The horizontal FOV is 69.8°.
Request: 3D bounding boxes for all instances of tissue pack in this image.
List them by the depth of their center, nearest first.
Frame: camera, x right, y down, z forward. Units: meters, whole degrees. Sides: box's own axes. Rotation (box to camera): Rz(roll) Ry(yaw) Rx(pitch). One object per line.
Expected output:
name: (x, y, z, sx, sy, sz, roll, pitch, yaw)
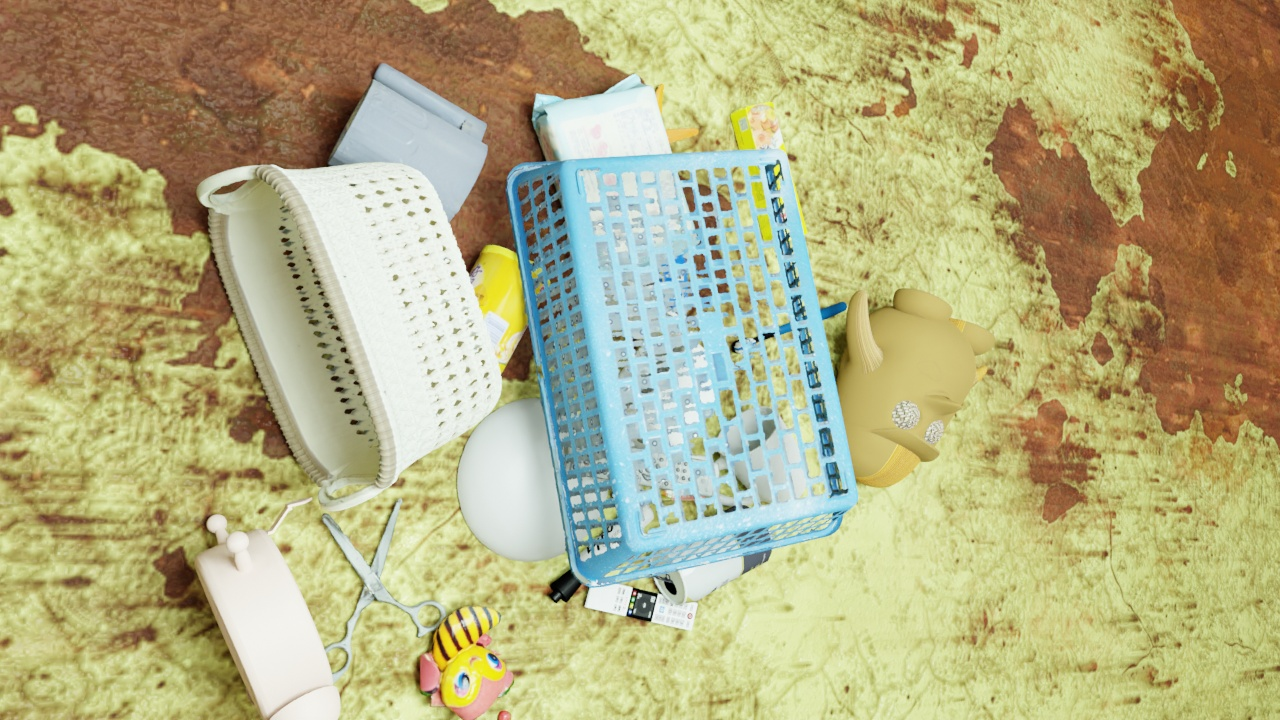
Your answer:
tissue pack: (-0.024, -0.170, 0.858, 0.112, 0.070, 0.182, -20, 97, -16)

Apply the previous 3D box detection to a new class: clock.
clock: (-0.263, 0.189, 0.667, 0.086, 0.131, 0.160, -15, 95, -30)

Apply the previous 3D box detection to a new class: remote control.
remote control: (0.003, 0.095, 0.814, 0.136, 0.013, 0.033, 10, 81, -4)
remote control: (0.001, 0.237, 0.890, 0.124, 0.012, 0.028, 21, 77, -28)

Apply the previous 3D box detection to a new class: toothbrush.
toothbrush: (0.166, -0.037, 1.002, 0.167, 0.014, 0.014, -20, 109, -29)

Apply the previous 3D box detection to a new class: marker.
marker: (-0.037, 0.180, 0.863, 0.125, 0.025, 0.025, -41, 107, -26)

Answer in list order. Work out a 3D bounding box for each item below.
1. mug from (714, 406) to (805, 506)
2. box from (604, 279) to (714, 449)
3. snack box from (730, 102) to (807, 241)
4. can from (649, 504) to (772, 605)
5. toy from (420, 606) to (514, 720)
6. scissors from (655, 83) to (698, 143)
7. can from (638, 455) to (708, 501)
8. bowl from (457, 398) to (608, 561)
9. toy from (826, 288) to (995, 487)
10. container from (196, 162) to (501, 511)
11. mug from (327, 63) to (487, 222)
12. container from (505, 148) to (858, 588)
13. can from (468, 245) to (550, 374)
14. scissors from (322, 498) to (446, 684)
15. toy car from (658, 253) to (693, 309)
mug: (0.115, 0.114, 0.941, 0.107, 0.071, 0.089, -35, 116, 1)
box: (-0.001, -0.005, 0.847, 0.137, 0.109, 0.125, 44, 67, -22)
snack box: (0.138, -0.200, 0.985, 0.040, 0.029, 0.148, -20, 98, -30)
can: (0.066, 0.192, 0.900, 0.127, 0.064, 0.064, -21, 98, -30)
toy: (-0.147, 0.262, 0.784, 0.084, 0.046, 0.103, -3, 85, -24)
scissors: (0.003, -0.222, 0.917, 0.127, 0.011, 0.125, 16, 80, -29)
can: (0.021, 0.110, 0.866, 0.086, 0.086, 0.043, 4, 84, -30)
bowl: (-0.087, 0.108, 0.827, 0.149, 0.043, 0.149, 2, 86, -30)
toy: (0.279, 0.039, 0.990, 0.198, 0.163, 0.203, 28, 84, -24)
container: (-0.214, -0.029, 0.688, 0.142, 0.185, 0.246, -26, 102, -40)
mug: (-0.190, -0.185, 0.770, 0.104, 0.084, 0.123, 28, 49, -24)
container: (0.045, -0.012, 0.765, 0.256, 0.089, 0.362, -8, 82, -20)
can: (-0.130, -0.042, 0.796, 0.067, 0.068, 0.105, 34, 71, -25)
scissors: (-0.228, 0.199, 0.756, 0.141, 0.014, 0.173, 41, 70, -25)
toy car: (0.043, -0.080, 0.903, 0.033, 0.062, 0.092, -3, 89, -31)
